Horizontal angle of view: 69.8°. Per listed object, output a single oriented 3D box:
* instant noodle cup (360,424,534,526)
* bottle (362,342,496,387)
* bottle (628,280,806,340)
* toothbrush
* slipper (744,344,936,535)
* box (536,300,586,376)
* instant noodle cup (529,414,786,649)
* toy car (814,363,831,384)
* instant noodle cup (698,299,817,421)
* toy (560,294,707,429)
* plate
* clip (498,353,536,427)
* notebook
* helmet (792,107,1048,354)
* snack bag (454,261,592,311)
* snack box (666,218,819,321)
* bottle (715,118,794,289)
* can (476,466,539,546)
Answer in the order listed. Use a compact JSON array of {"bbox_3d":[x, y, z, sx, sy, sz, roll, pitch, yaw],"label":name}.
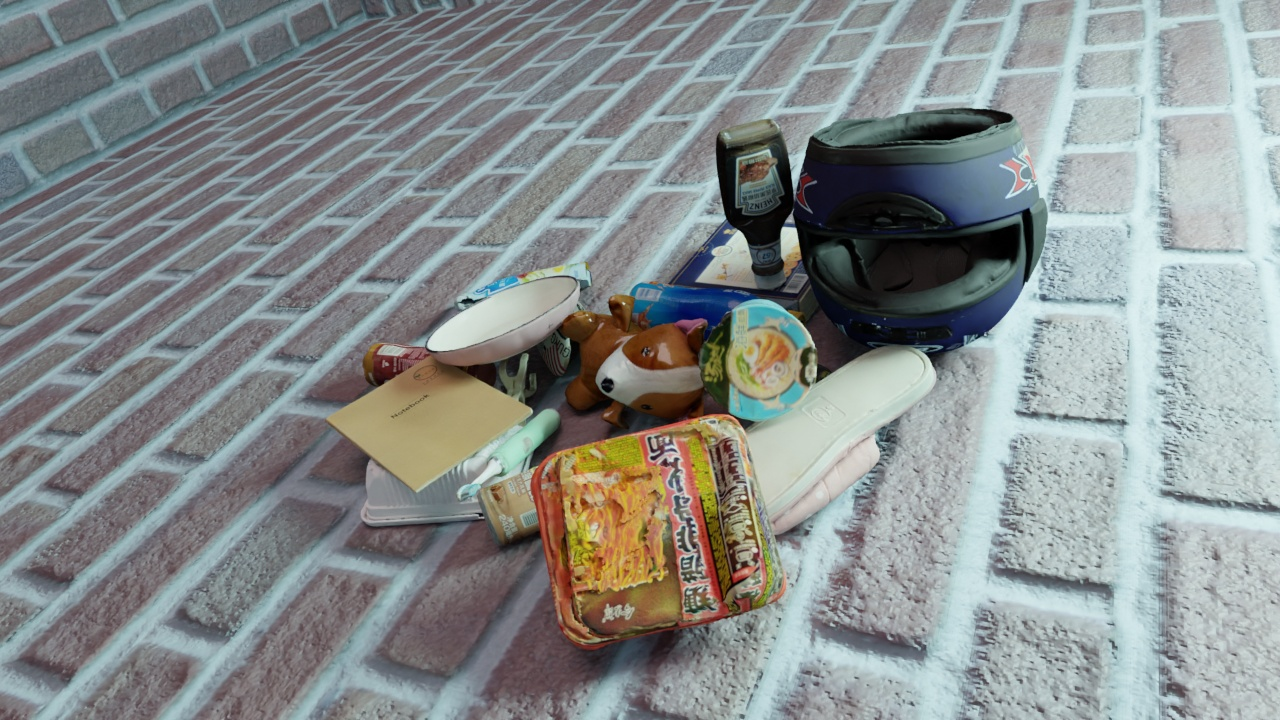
[{"bbox_3d":[-0.208,0.105,0.971,0.174,0.060,0.137,-7,34,14],"label":"instant noodle cup"},{"bbox_3d":[-0.259,0.012,1.129,0.175,0.057,0.057,5,38,27],"label":"bottle"},{"bbox_3d":[0.088,-0.054,1.081,0.219,0.065,0.065,9,40,31],"label":"bottle"},{"bbox_3d":[-0.130,0.093,0.916,0.027,0.026,0.224,-22,7,21],"label":"toothbrush"},{"bbox_3d":[0.165,0.081,0.857,0.274,0.054,0.114,-37,33,-14],"label":"slipper"},{"bbox_3d":[-0.104,-0.037,1.146,0.087,0.076,0.163,-35,36,5],"label":"box"},{"bbox_3d":[0.012,0.144,0.763,0.189,0.079,0.164,-13,69,2],"label":"instant noodle cup"},{"bbox_3d":[0.159,0.033,0.950,0.091,0.036,0.043,-34,36,-23],"label":"toy car"},{"bbox_3d":[0.117,-0.011,0.904,0.111,0.111,0.120,-8,12,10],"label":"instant noodle cup"},{"bbox_3d":[-0.006,0.006,0.973,0.200,0.140,0.130,15,25,43],"label":"toy"},{"bbox_3d":[-0.155,-0.041,1.070,0.192,0.039,0.192,-19,21,7],"label":"plate"},{"bbox_3d":[-0.147,0.025,1.057,0.035,0.082,0.104,-10,22,7],"label":"clip"},{"bbox_3d":[-0.230,0.060,0.982,0.147,0.008,0.208,-35,37,-28],"label":"notebook"},{"bbox_3d":[0.278,-0.123,0.933,0.248,0.240,0.314,2,20,25],"label":"helmet"},{"bbox_3d":[-0.163,-0.099,1.258,0.191,0.039,0.110,-12,17,2],"label":"snack bag"},{"bbox_3d":[0.154,-0.116,1.164,0.183,0.046,0.177,10,41,32],"label":"snack box"},{"bbox_3d":[0.134,-0.170,1.034,0.080,0.195,0.044,-15,35,0],"label":"bottle"},{"bbox_3d":[-0.094,0.131,0.885,0.116,0.058,0.058,-22,34,-10],"label":"can"}]
